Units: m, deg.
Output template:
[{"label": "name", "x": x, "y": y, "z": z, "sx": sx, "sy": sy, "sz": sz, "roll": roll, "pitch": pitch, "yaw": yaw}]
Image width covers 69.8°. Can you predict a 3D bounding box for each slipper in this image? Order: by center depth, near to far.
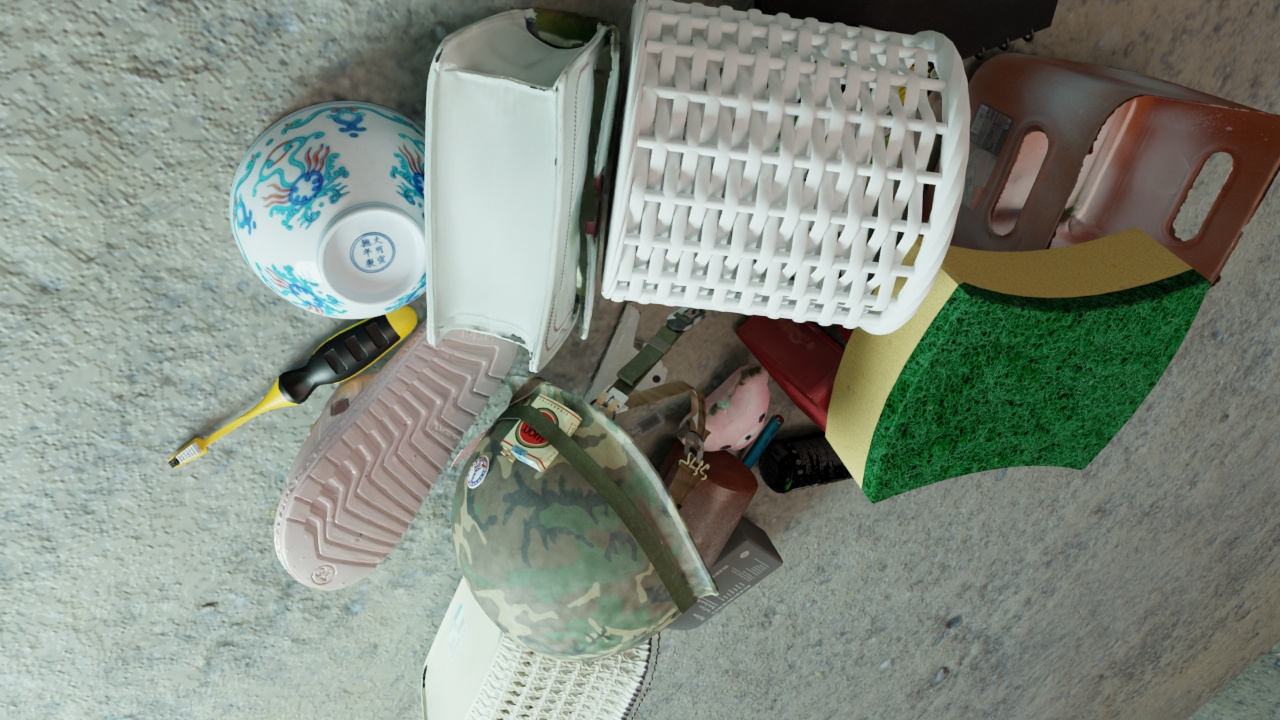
[{"label": "slipper", "x": -0.184, "y": 0.050, "z": 0.668, "sx": 0.239, "sy": 0.064, "sz": 0.094, "roll": -55, "pitch": 131, "yaw": -10}]

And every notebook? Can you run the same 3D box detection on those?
[{"label": "notebook", "x": 0.192, "y": -0.254, "z": 0.640, "sx": 0.231, "sy": 0.019, "sz": 0.169, "roll": -21, "pitch": 151, "yaw": 0}]

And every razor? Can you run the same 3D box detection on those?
[{"label": "razor", "x": 0.103, "y": 0.107, "z": 0.901, "sx": 0.042, "sy": 0.022, "sz": 0.144, "roll": 3, "pitch": 127, "yaw": -33}]

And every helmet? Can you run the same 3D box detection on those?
[{"label": "helmet", "x": -0.027, "y": 0.091, "z": 0.670, "sx": 0.236, "sy": 0.224, "sz": 0.193, "roll": -31, "pitch": 145, "yaw": -5}]

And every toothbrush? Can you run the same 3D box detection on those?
[{"label": "toothbrush", "x": -0.240, "y": 0.019, "z": 0.635, "sx": 0.196, "sy": 0.031, "sz": 0.031, "roll": -32, "pitch": 102, "yaw": -1}]

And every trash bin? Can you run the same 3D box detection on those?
[{"label": "trash bin", "x": 0.400, "y": -0.158, "z": 0.806, "sx": 0.259, "sy": 0.157, "sz": 0.182, "roll": -3, "pitch": 123, "yaw": -28}]

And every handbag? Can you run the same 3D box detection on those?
[{"label": "handbag", "x": -0.066, "y": -0.107, "z": 0.580, "sx": 0.096, "sy": 0.141, "sz": 0.199, "roll": 14, "pitch": 122, "yaw": 9}]

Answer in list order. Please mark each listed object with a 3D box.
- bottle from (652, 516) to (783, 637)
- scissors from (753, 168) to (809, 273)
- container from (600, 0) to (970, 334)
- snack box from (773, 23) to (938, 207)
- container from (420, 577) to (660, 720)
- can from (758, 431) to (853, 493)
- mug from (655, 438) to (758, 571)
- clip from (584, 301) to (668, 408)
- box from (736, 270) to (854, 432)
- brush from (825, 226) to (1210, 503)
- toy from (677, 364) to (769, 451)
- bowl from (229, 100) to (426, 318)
[{"label": "bottle", "x": 0.052, "y": 0.229, "z": 0.935, "sx": 0.174, "sy": 0.046, "sz": 0.083, "roll": -40, "pitch": 138, "yaw": 11}, {"label": "scissors", "x": 0.107, "y": -0.106, "z": 0.736, "sx": 0.150, "sy": 0.019, "sz": 0.131, "roll": 11, "pitch": 137, "yaw": -42}, {"label": "container", "x": 0.078, "y": -0.120, "z": 0.579, "sx": 0.187, "sy": 0.189, "sz": 0.190, "roll": 6, "pitch": 121, "yaw": -5}, {"label": "snack box", "x": 0.156, "y": -0.178, "z": 0.696, "sx": 0.080, "sy": 0.025, "sz": 0.148, "roll": 0, "pitch": 144, "yaw": -31}, {"label": "container", "x": -0.092, "y": 0.260, "z": 0.798, "sx": 0.143, "sy": 0.184, "sz": 0.252, "roll": 16, "pitch": 115, "yaw": -25}, {"label": "can", "x": 0.186, "y": 0.098, "z": 0.926, "sx": 0.137, "sy": 0.054, "sz": 0.054, "roll": -7, "pitch": 124, "yaw": -27}, {"label": "mug", "x": 0.032, "y": 0.130, "z": 0.844, "sx": 0.123, "sy": 0.096, "sz": 0.110, "roll": 23, "pitch": 103, "yaw": -13}, {"label": "clip", "x": -0.005, "y": 0.004, "z": 0.763, "sx": 0.054, "sy": 0.040, "sz": 0.102, "roll": 14, "pitch": 115, "yaw": -23}, {"label": "box", "x": 0.175, "y": 0.015, "z": 0.810, "sx": 0.117, "sy": 0.135, "sz": 0.157, "roll": -31, "pitch": 134, "yaw": 10}, {"label": "brush", "x": 0.281, "y": 0.003, "z": 0.705, "sx": 0.249, "sy": 0.075, "sz": 0.195, "roll": -5, "pitch": 131, "yaw": -21}, {"label": "toy", "x": 0.085, "y": 0.053, "z": 0.838, "sx": 0.099, "sy": 0.052, "sz": 0.096, "roll": -42, "pitch": 145, "yaw": 0}, {"label": "bowl", "x": -0.174, "y": -0.079, "z": 0.572, "sx": 0.143, "sy": 0.074, "sz": 0.144, "roll": -16, "pitch": 128, "yaw": -21}]
